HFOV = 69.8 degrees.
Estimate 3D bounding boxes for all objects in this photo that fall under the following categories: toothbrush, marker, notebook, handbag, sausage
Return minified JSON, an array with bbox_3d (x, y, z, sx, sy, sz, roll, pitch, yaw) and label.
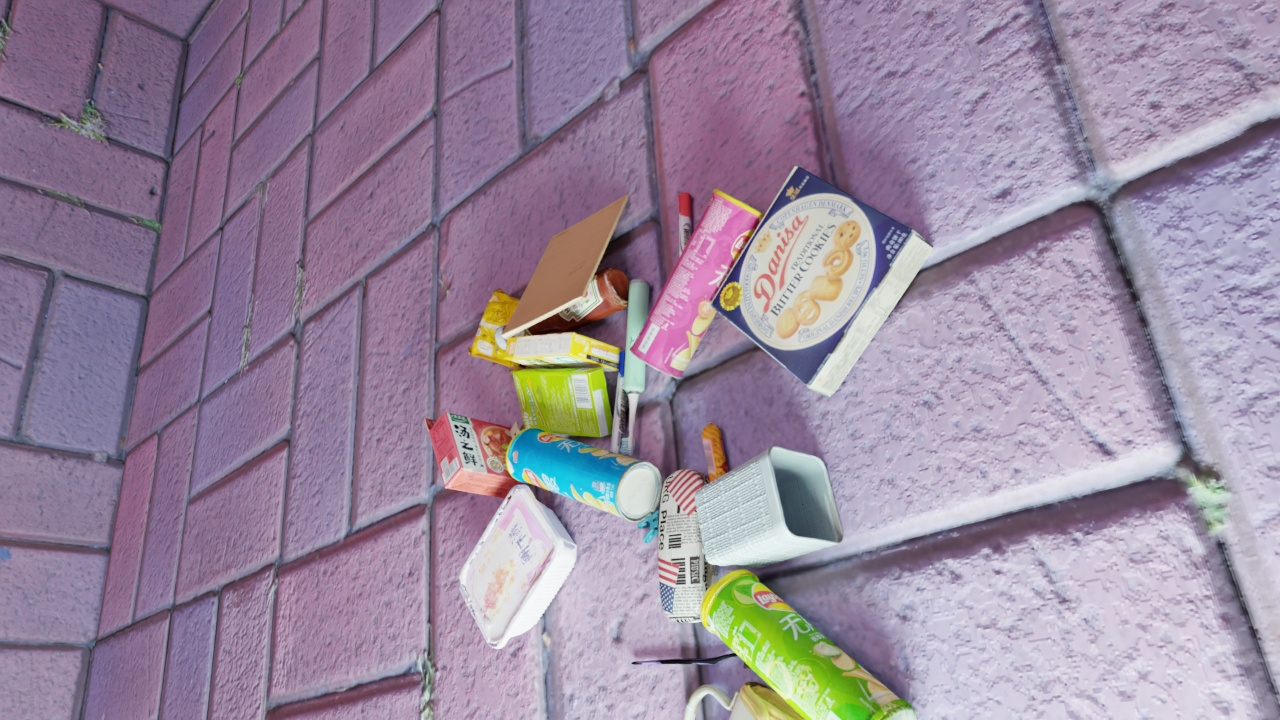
[{"bbox_3d":[0.059,0.315,0.955,0.190,0.014,0.016,-19,75,41],"label":"toothbrush"},{"bbox_3d":[-0.007,0.007,1.125,0.027,0.026,0.224,-4,72,23],"label":"toothbrush"},{"bbox_3d":[-0.025,0.059,1.131,0.017,0.017,0.145,-10,69,44],"label":"marker"},{"bbox_3d":[0.055,-0.138,1.120,0.017,0.017,0.145,-18,63,41],"label":"marker"},{"bbox_3d":[-0.096,-0.126,1.210,0.150,0.012,0.210,-23,33,38],"label":"notebook"},{"bbox_3d":[0.090,0.390,0.865,0.179,0.063,0.163,18,87,51],"label":"handbag"},{"bbox_3d":[0.087,0.140,0.982,0.022,0.021,0.165,-30,56,36],"label":"sausage"}]

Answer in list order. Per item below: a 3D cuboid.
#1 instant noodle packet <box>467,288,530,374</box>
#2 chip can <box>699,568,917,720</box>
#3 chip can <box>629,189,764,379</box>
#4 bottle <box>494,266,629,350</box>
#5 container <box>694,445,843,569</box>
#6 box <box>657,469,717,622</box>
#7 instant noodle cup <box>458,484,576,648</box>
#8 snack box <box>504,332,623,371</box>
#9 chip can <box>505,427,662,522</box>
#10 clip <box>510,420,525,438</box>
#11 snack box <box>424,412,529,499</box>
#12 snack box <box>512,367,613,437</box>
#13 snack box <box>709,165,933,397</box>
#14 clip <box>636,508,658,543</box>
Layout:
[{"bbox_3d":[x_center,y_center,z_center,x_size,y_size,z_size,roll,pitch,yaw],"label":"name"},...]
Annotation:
[{"bbox_3d":[-0.189,-0.042,1.320,0.128,0.044,0.110,19,84,44],"label":"instant noodle packet"},{"bbox_3d":[0.148,0.277,0.831,0.221,0.072,0.072,34,101,47],"label":"chip can"},{"bbox_3d":[0.066,-0.086,1.050,0.071,0.071,0.211,40,106,46],"label":"chip can"},{"bbox_3d":[-0.107,-0.062,1.208,0.207,0.059,0.059,-21,61,29],"label":"bottle"},{"bbox_3d":[0.121,0.150,0.897,0.112,0.089,0.090,-33,54,38],"label":"container"},{"bbox_3d":[0.054,0.198,0.988,0.072,0.059,0.164,-33,51,58],"label":"box"},{"bbox_3d":[-0.149,0.260,1.157,0.174,0.060,0.138,-57,44,13],"label":"instant noodle cup"},{"bbox_3d":[-0.100,-0.008,1.183,0.141,0.086,0.033,-6,72,46],"label":"snack box"},{"bbox_3d":[-0.072,0.133,1.095,0.211,0.071,0.071,10,83,46],"label":"chip can"},{"bbox_3d":[-0.145,0.123,1.230,0.035,0.094,0.102,-59,5,14],"label":"clip"},{"bbox_3d":[-0.221,0.121,1.242,0.044,0.113,0.127,-49,46,24],"label":"snack box"},{"bbox_3d":[-0.101,0.053,1.180,0.157,0.026,0.086,-1,103,46],"label":"snack box"},{"bbox_3d":[0.179,-0.085,0.951,0.182,0.045,0.178,44,108,44],"label":"snack box"},{"bbox_3d":[0.018,0.183,1.045,0.057,0.015,0.049,-45,46,25],"label":"clip"}]
